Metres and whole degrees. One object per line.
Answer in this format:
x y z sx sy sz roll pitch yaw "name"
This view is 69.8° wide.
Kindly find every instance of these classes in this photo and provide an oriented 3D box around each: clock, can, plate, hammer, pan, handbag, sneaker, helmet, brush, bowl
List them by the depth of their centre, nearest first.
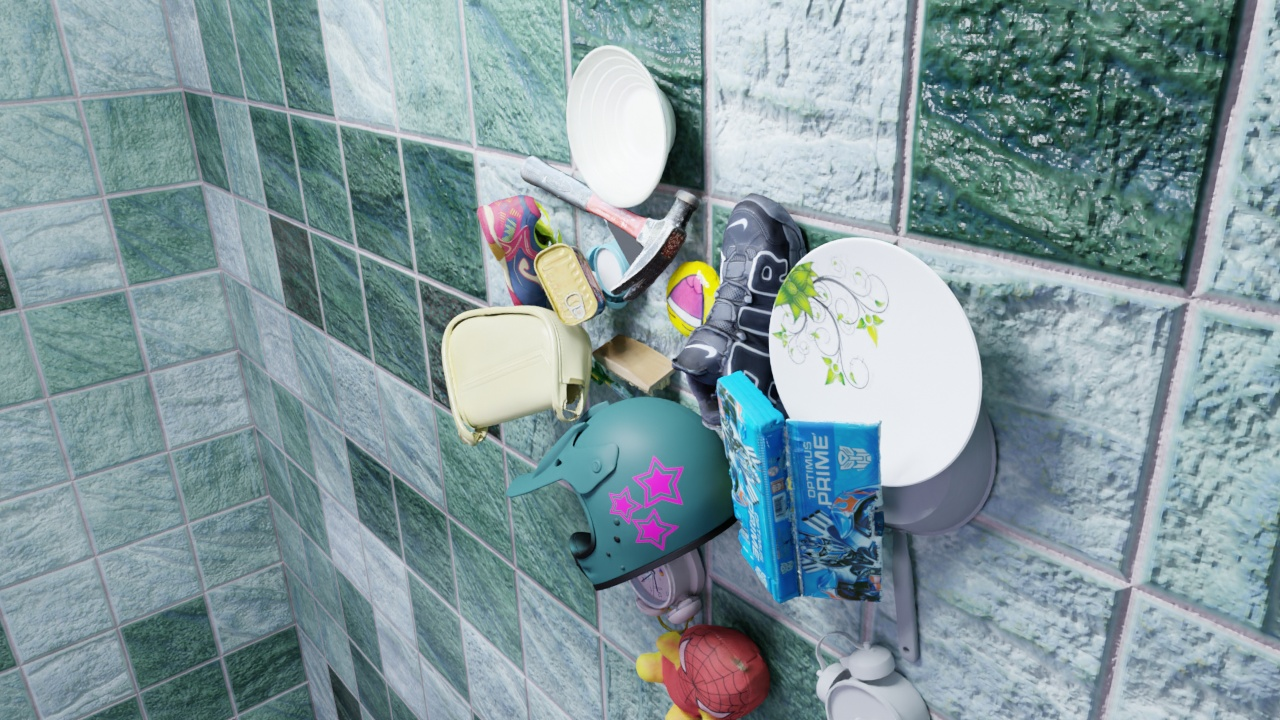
0.213 0.001 0.835 0.230 0.030 0.230 23 121 46 "plate"
0.253 0.152 0.911 0.201 0.050 0.357 13 113 49 "pan"
0.090 -0.037 0.939 0.097 0.150 0.253 13 115 50 "sneaker"
0.246 0.371 1.000 0.159 0.060 0.120 55 141 19 "clock"
-0.009 -0.266 1.040 0.177 0.057 0.177 26 125 44 "bowl"
-0.022 0.151 1.117 0.276 0.176 0.200 -31 84 31 "helmet"
-0.085 -0.093 1.134 0.054 0.059 0.100 -25 90 11 "can"
-0.062 -0.187 1.135 0.326 0.036 0.140 36 100 45 "hammer"
-0.034 -0.111 1.165 0.123 0.041 0.087 -30 81 59 "clock"
-0.007 0.007 1.171 0.117 0.049 0.039 27 144 44 "brush"
-0.157 0.009 1.195 0.233 0.088 0.190 -16 67 38 "handbag"
0.032 0.295 1.243 0.117 0.058 0.158 0 106 52 "clock"
-0.145 -0.130 1.243 0.242 0.091 0.116 77 172 -61 "sneaker"

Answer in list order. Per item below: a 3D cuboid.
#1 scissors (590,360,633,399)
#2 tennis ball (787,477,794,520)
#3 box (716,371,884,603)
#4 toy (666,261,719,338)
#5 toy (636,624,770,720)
-0.050 0.022 1.221 0.130 0.011 0.125 37 169 9 "scissors"
0.153 0.148 1.013 0.065 0.065 0.065 26 125 44 "tennis ball"
0.147 0.142 0.894 0.171 0.070 0.244 20 135 37 "box"
0.065 -0.067 1.050 0.095 0.041 0.094 43 132 36 "toy"
0.085 0.410 1.195 0.147 0.098 0.217 53 142 7 "toy"
